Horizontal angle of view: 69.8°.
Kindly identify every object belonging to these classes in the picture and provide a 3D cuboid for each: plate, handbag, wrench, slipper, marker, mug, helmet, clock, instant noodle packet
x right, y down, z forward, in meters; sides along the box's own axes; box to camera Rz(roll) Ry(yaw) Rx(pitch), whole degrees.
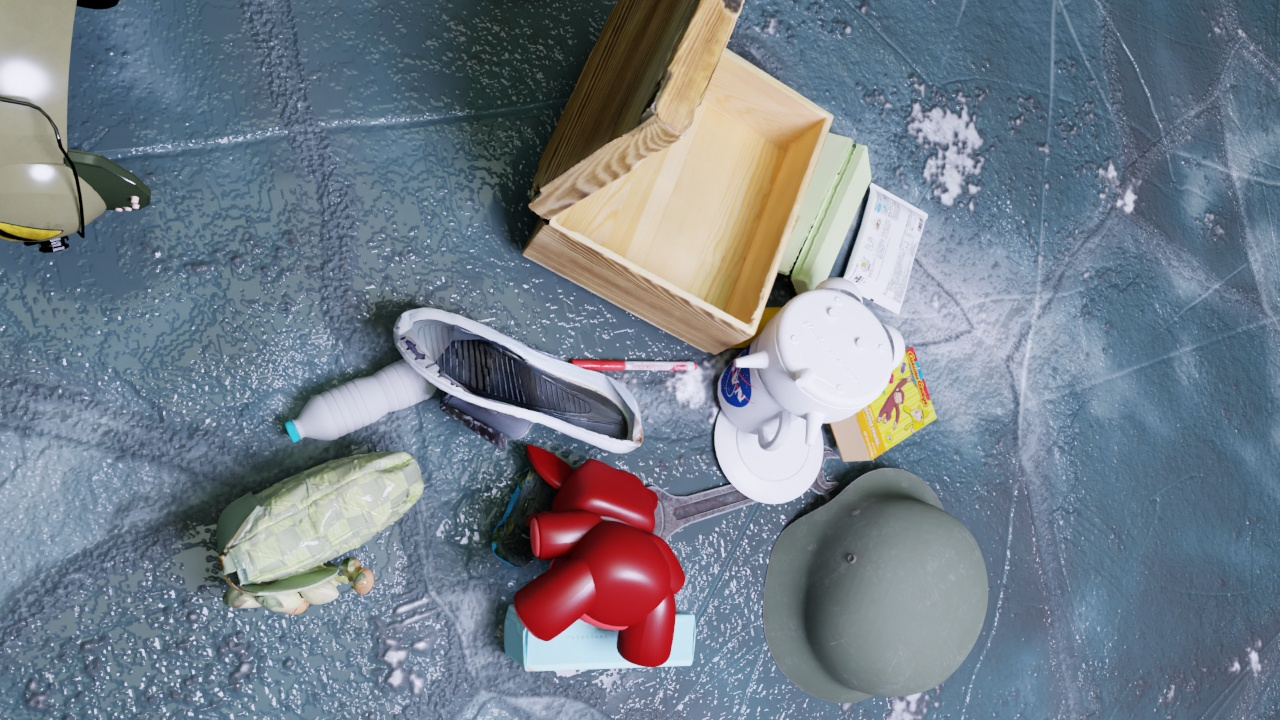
[{"bbox_3d":[0.144,0.089,1.004,0.134,0.011,0.134,5,77,-20],"label":"plate"},{"bbox_3d":[-0.270,0.151,0.787,0.186,0.113,0.117,-24,101,-23],"label":"handbag"},{"bbox_3d":[0.104,0.146,0.992,0.272,0.010,0.070,-12,90,-23],"label":"wrench"},{"bbox_3d":[-0.117,0.033,0.874,0.263,0.063,0.111,19,37,-28],"label":"slipper"},{"bbox_3d":[-0.006,0.006,0.960,0.142,0.013,0.012,1,85,-22],"label":"marker"},{"bbox_3d":[0.139,0.035,0.955,0.091,0.090,0.121,11,63,-16],"label":"mug"},{"bbox_3d":[-0.466,-0.209,0.649,0.232,0.256,0.250,6,82,-25],"label":"helmet"},{"bbox_3d":[0.185,-0.009,0.895,0.160,0.073,0.125,-38,84,-30],"label":"clock"},{"bbox_3d":[0.273,0.245,0.973,0.227,0.154,0.267,30,75,-17],"label":"helmet"},{"bbox_3d":[0.290,-0.132,1.084,0.087,0.026,0.134,24,77,-19],"label":"instant noodle packet"}]

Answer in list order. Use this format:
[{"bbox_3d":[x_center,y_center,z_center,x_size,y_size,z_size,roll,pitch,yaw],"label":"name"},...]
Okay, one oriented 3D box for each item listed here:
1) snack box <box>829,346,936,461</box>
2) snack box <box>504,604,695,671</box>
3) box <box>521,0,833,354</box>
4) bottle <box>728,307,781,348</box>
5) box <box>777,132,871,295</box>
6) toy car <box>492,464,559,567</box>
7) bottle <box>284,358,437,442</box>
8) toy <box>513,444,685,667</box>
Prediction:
[{"bbox_3d":[0.269,0.048,1.034,0.125,0.040,0.088,-24,97,-35],"label":"snack box"},{"bbox_3d":[-0.039,0.265,0.888,0.174,0.075,0.053,7,82,-21],"label":"snack box"},{"bbox_3d":[0.056,-0.218,0.820,0.286,0.337,0.278,26,71,-12],"label":"box"},{"bbox_3d":[0.156,-0.037,1.012,0.143,0.043,0.043,-3,86,-22],"label":"bottle"},{"bbox_3d":[0.193,-0.164,1.047,0.098,0.082,0.187,21,73,26],"label":"box"},{"bbox_3d":[-0.109,0.149,0.892,0.048,0.032,0.105,35,61,-23],"label":"toy car"},{"bbox_3d":[-0.255,0.038,0.837,0.136,0.044,0.044,-25,95,-22],"label":"bottle"},{"bbox_3d":[-0.037,0.170,0.841,0.158,0.197,0.121,21,118,-23],"label":"toy"}]
